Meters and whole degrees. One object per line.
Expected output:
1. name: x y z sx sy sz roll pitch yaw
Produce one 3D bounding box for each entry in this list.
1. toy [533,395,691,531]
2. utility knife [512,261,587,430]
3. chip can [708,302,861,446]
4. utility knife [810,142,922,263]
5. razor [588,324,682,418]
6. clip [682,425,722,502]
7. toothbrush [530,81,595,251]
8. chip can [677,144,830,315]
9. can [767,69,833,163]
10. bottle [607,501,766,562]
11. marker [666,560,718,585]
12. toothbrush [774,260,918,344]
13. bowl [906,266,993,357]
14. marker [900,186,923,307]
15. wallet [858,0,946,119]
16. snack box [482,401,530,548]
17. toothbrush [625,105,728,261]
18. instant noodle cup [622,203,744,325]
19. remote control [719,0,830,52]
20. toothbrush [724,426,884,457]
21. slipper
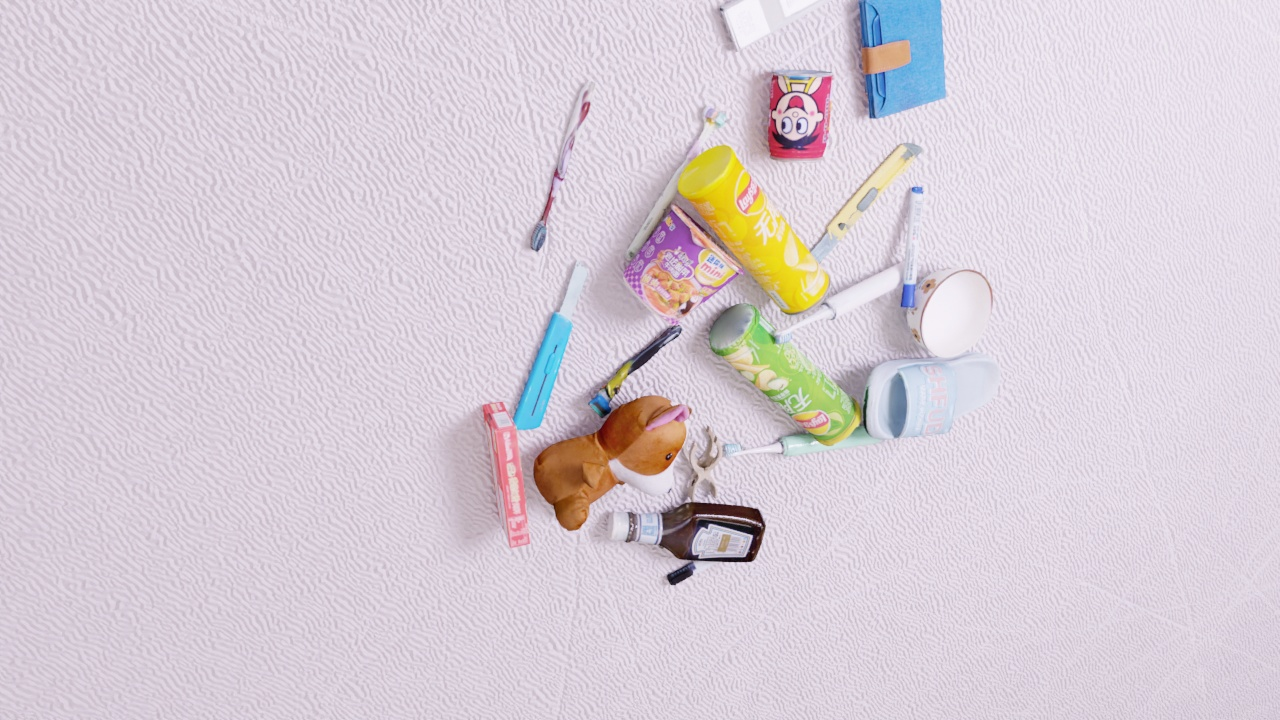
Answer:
1. toy: -0.021 0.114 1.055 0.199 0.140 0.130 -39 94 -1
2. utility knife: -0.100 -0.014 1.038 0.034 0.018 0.207 15 104 -22
3. chip can: 0.175 0.017 1.110 0.221 0.072 0.072 40 95 -27
4. utility knife: 0.263 -0.186 1.094 0.031 0.020 0.195 40 99 -21
5. razor: -0.006 0.006 1.074 0.142 0.022 0.042 -44 151 -3
6. clip: 0.089 0.128 1.148 0.080 0.034 0.104 -24 121 -8
7. toothbrush: -0.082 -0.203 0.968 0.016 0.017 0.188 15 106 -24
8. chip can: 0.130 -0.140 1.021 0.072 0.072 0.213 -44 123 2
9. can: 0.173 -0.266 1.000 0.066 0.066 0.094 -6 112 -16
10. bottle: 0.056 0.214 1.155 0.194 0.044 0.080 6 119 -13
11. marker: 0.096 0.262 1.208 0.130 0.022 0.018 -25 110 -6
12. toothbrush: 0.244 -0.070 1.092 0.220 0.027 0.026 -26 114 -24
13. bowl: 0.376 -0.066 1.145 0.113 0.062 0.113 -9 114 -22
14. marker: 0.328 -0.137 1.107 0.017 0.017 0.146 4 90 -20
15. wallet: 0.294 -0.347 1.026 0.106 0.040 0.133 -19 115 -15
16. snack box: -0.152 0.130 1.044 0.025 0.075 0.153 -11 113 -16
17. toothbrush: 0.035 -0.192 1.011 0.029 0.020 0.190 32 101 0
18. instant noodle cup: 0.041 -0.100 1.006 0.099 0.111 0.111 -44 118 13
19. remote control: 0.146 -0.378 0.971 0.125 0.024 0.049 -30 116 -4
20. toothbrush: 0.213 0.107 1.184 0.224 0.026 0.027 -6 81 -16
21. slipper: 0.380 0.048 1.170 0.244 0.074 0.104 -11 114 -29
